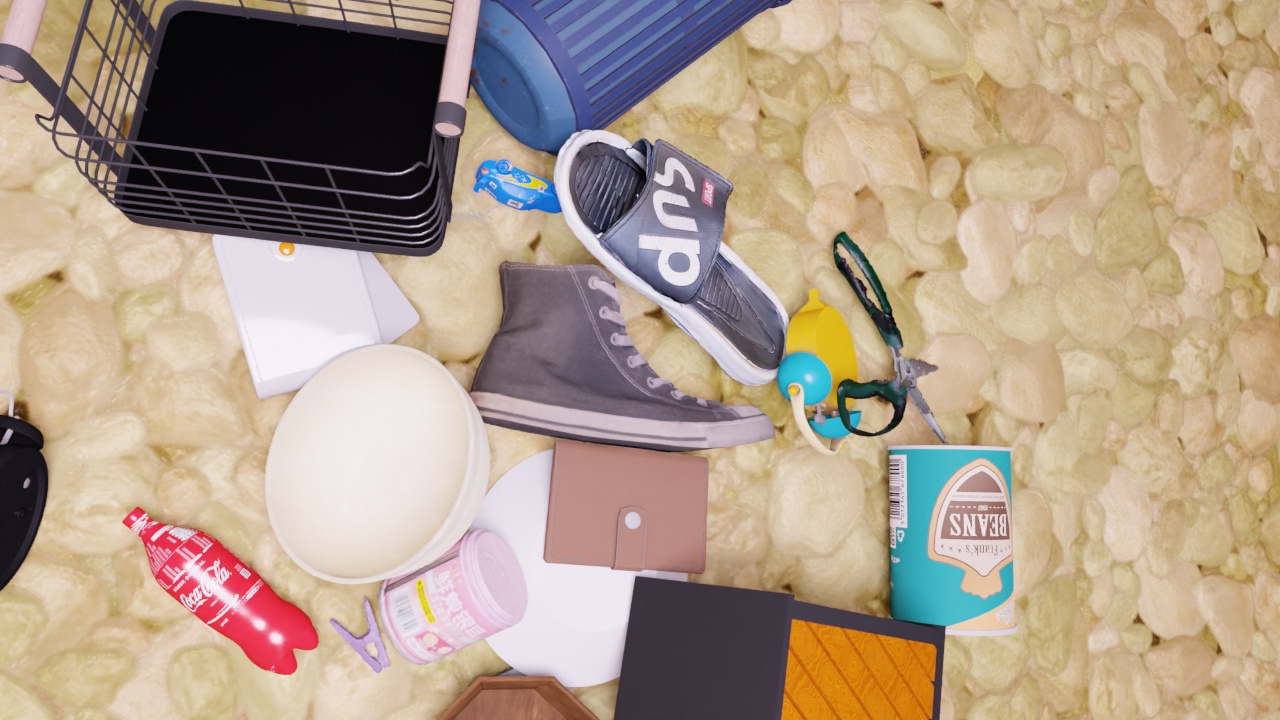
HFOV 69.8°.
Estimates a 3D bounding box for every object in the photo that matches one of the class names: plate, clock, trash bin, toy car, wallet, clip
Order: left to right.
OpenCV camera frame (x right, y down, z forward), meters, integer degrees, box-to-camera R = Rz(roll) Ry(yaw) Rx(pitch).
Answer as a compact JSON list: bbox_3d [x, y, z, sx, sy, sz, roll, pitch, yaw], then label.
[{"bbox_3d":[-0.378,0.076,0.520,0.042,0.091,0.121,13,93,-9],"label":"clock"},{"bbox_3d":[-0.216,-0.046,0.624,0.115,0.037,0.118,-16,94,-21],"label":"wallet"},{"bbox_3d":[-0.186,0.189,0.625,0.029,0.013,0.050,-33,99,-20],"label":"clip"},{"bbox_3d":[-0.093,0.273,0.633,0.131,0.025,0.131,-2,97,-20],"label":"plate"},{"bbox_3d":[-0.099,-0.111,0.676,0.092,0.033,0.061,19,71,-18],"label":"toy car"},{"bbox_3d":[-0.038,0.147,0.664,0.173,0.036,0.173,5,77,-21],"label":"plate"},{"bbox_3d":[-0.007,0.106,0.656,0.121,0.013,0.087,9,75,-20],"label":"wallet"},{"bbox_3d":[-0.006,-0.266,0.677,0.249,0.139,0.139,-41,99,-18],"label":"trash bin"},{"bbox_3d":[0.095,0.236,0.628,0.171,0.140,0.139,21,71,-37],"label":"trash bin"},{"bbox_3d":[0.146,0.011,0.737,0.099,0.044,0.129,44,47,-42],"label":"clock"}]

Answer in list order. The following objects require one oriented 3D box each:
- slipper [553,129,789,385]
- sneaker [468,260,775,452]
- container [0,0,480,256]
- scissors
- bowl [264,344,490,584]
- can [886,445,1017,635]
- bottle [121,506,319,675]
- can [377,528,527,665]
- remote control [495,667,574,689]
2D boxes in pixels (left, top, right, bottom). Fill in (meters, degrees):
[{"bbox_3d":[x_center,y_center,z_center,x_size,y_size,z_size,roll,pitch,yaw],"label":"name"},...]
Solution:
[{"bbox_3d":[0.044,-0.078,0.667,0.264,0.063,0.111,44,48,-36],"label":"slipper"},{"bbox_3d":[-0.004,0.004,0.676,0.234,0.095,0.119,11,80,-13],"label":"sneaker"},{"bbox_3d":[-0.217,-0.171,0.550,0.241,0.130,0.162,6,74,-5],"label":"container"},{"bbox_3d":[0.191,-0.005,0.747,0.205,0.015,0.201,-29,88,-53],"label":"scissors"},{"bbox_3d":[-0.158,0.072,0.598,0.151,0.075,0.150,-7,69,19],"label":"bowl"},{"bbox_3d":[0.254,0.144,0.754,0.099,0.099,0.144,4,83,-21],"label":"can"},{"bbox_3d":[-0.267,0.144,0.581,0.141,0.042,0.041,45,71,-11],"label":"bottle"},{"bbox_3d":[-0.123,0.156,0.607,0.076,0.067,0.067,-27,95,13],"label":"can"},{"bbox_3d":[-0.042,0.219,0.676,0.136,0.013,0.033,-19,91,-22],"label":"remote control"}]
